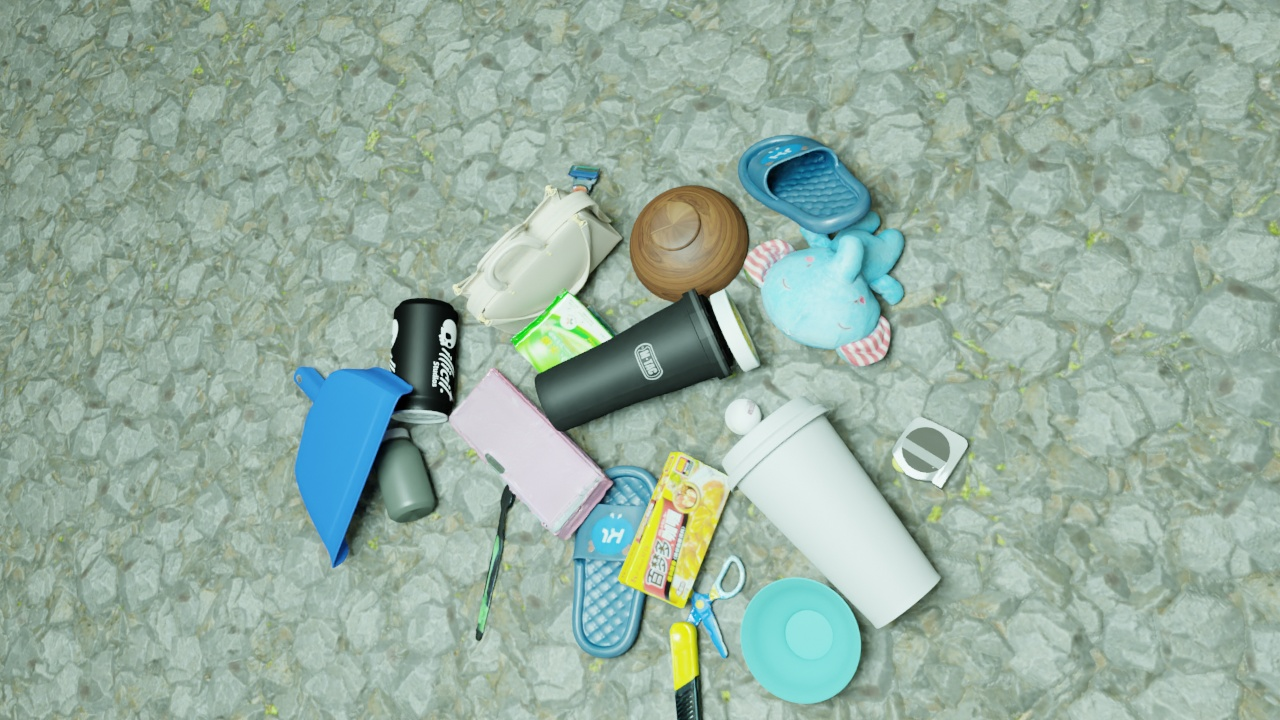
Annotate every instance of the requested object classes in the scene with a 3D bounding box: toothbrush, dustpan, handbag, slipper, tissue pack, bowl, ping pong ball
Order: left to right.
[{"bbox_3d":[-0.387,0.082,1.153,0.258,0.059,0.246,37,110,34],"label":"dustpan"},{"bbox_3d":[-0.172,0.238,1.092,0.014,0.017,0.188,7,82,25],"label":"toothbrush"},{"bbox_3d":[-0.127,-0.118,1.055,0.195,0.197,0.101,-45,81,9],"label":"handbag"},{"bbox_3d":[-0.082,-0.016,1.089,0.099,0.034,0.114,-44,101,3],"label":"tissue pack"},{"bbox_3d":[-0.036,0.221,1.022,0.104,0.059,0.213,5,79,23],"label":"slipper"},{"bbox_3d":[0.049,-0.148,1.084,0.147,0.069,0.147,-5,74,18],"label":"bowl"},{"bbox_3d":[0.114,0.063,1.021,0.040,0.040,0.040,-5,74,18],"label":"ping pong ball"},{"bbox_3d":[0.183,-0.209,1.028,0.103,0.059,0.213,-30,40,-4],"label":"slipper"},{"bbox_3d":[0.167,0.283,0.937,0.121,0.046,0.121,-4,80,23],"label":"bowl"}]

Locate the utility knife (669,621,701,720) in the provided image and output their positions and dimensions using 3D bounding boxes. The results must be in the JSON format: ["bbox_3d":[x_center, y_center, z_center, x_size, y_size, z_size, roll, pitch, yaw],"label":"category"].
[{"bbox_3d":[0.051,0.378,0.969,0.029,0.020,0.197,-8,78,24],"label":"utility knife"}]

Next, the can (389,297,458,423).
[{"bbox_3d":[-0.273,0.001,1.151,0.080,0.080,0.146,-5,74,18],"label":"can"}]

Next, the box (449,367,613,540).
[{"bbox_3d":[-0.135,0.103,1.075,0.098,0.041,0.233,-51,55,2],"label":"box"}]

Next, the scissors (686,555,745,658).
[{"bbox_3d":[0.072,0.261,1.000,0.125,0.016,0.125,-31,68,15],"label":"scissors"}]

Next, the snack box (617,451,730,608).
[{"bbox_3d":[0.039,0.182,0.991,0.075,0.025,0.152,28,75,-17],"label":"snack box"}]

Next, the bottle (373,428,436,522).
[{"bbox_3d":[-0.294,0.141,1.132,0.060,0.060,0.108,-27,69,11],"label":"bottle"}]

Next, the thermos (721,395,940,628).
[{"bbox_3d":[0.195,0.155,0.930,0.131,0.131,0.222,-41,74,5],"label":"thermos"}]

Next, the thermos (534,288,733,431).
[{"bbox_3d":[-0.006,0.006,1.033,0.219,0.106,0.105,-24,69,7],"label":"thermos"}]

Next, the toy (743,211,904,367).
[{"bbox_3d":[0.218,-0.093,0.996,0.183,0.115,0.180,41,80,13],"label":"toy"}]

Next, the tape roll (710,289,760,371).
[{"bbox_3d":[0.105,-0.033,1.020,0.019,0.094,0.094,-25,69,11],"label":"tape roll"}]

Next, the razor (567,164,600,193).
[{"bbox_3d":[-0.087,-0.180,1.168,0.044,0.018,0.141,13,84,25],"label":"razor"}]

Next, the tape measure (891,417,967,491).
[{"bbox_3d":[0.301,0.098,0.959,0.065,0.016,0.064,32,88,24],"label":"tape measure"}]
